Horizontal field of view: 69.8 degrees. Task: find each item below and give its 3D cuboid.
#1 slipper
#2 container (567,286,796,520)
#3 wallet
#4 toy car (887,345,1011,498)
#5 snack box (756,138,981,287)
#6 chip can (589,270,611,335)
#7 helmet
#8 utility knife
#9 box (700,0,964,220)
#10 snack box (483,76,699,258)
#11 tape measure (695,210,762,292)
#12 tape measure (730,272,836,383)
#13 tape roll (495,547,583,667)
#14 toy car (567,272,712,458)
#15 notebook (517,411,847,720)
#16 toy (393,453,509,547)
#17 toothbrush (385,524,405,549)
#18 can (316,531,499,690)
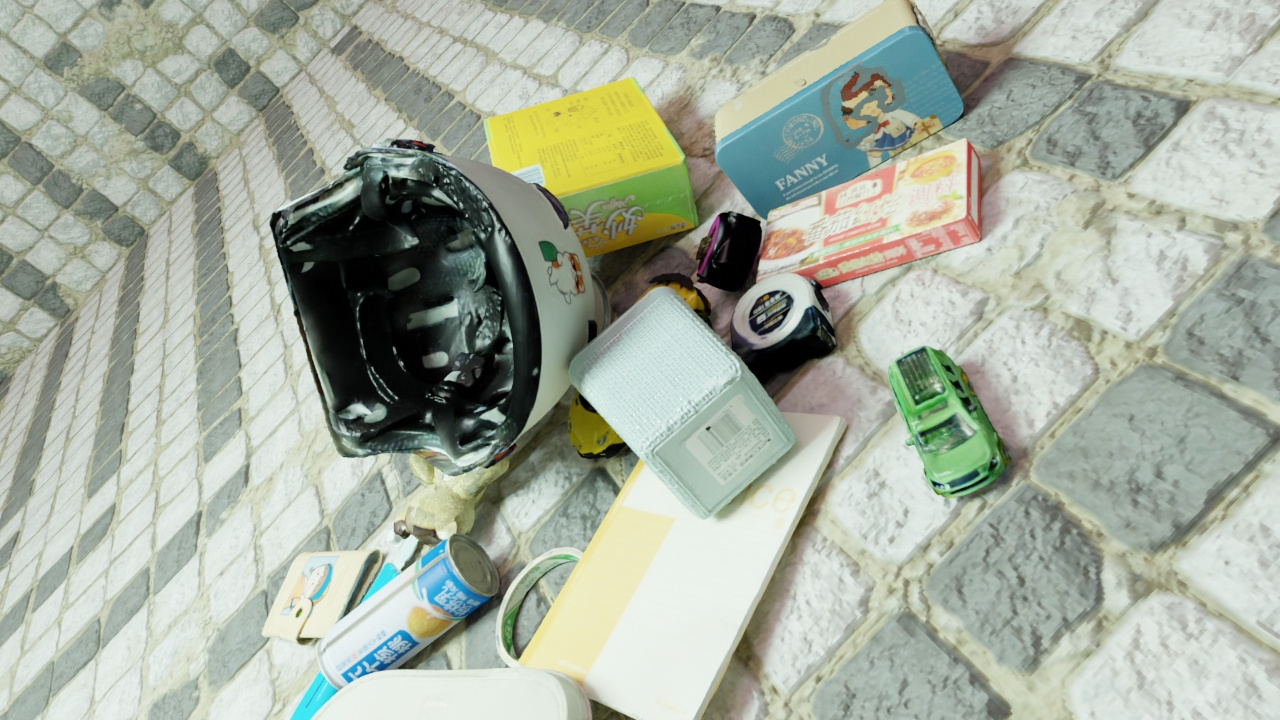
[{"bbox_3d":[-0.128,0.245,0.560,0.275,0.054,0.114,-23,41,34],"label":"slipper"},{"bbox_3d":[0.027,0.028,0.565,0.090,0.090,0.111,-41,35,-1],"label":"container"},{"bbox_3d":[-0.275,0.202,0.785,0.115,0.024,0.087,-10,43,39],"label":"wallet"},{"bbox_3d":[0.161,0.031,0.490,0.043,0.036,0.091,-31,41,18],"label":"toy car"},{"bbox_3d":[0.154,-0.093,0.628,0.153,0.025,0.075,-16,45,37],"label":"snack box"},{"bbox_3d":[-0.126,-0.031,0.817,0.214,0.072,0.071,-11,48,40],"label":"chip can"},{"bbox_3d":[-0.130,-0.043,0.670,0.275,0.230,0.156,-11,8,38],"label":"helmet"},{"bbox_3d":[-0.212,0.195,0.731,0.034,0.018,0.218,-2,53,46],"label":"utility knife"},{"bbox_3d":[0.137,-0.180,0.679,0.185,0.090,0.061,-31,39,25],"label":"box"},{"bbox_3d":[-0.051,-0.174,0.835,0.157,0.070,0.209,-17,37,-3],"label":"snack box"},{"bbox_3d":[0.064,-0.081,0.678,0.058,0.039,0.057,122,166,-72],"label":"tape measure"},{"bbox_3d":[0.095,-0.025,0.615,0.066,0.033,0.065,-22,43,27],"label":"tape measure"},{"bbox_3d":[-0.060,0.164,0.604,0.086,0.014,0.085,-28,38,25],"label":"tape roll"},{"bbox_3d":[-0.004,0.004,0.683,0.071,0.041,0.155,17,69,52],"label":"toy car"},{"bbox_3d":[0.024,0.111,0.555,0.146,0.010,0.205,2,51,47],"label":"notebook"},{"bbox_3d":[-0.133,0.080,0.731,0.105,0.066,0.156,4,50,34],"label":"toy"},{"bbox_3d":[-0.167,0.081,0.797,0.016,0.016,0.179,5,59,46],"label":"toothbrush"},{"bbox_3d":[-0.169,0.184,0.663,0.135,0.053,0.053,-38,36,11],"label":"can"}]
